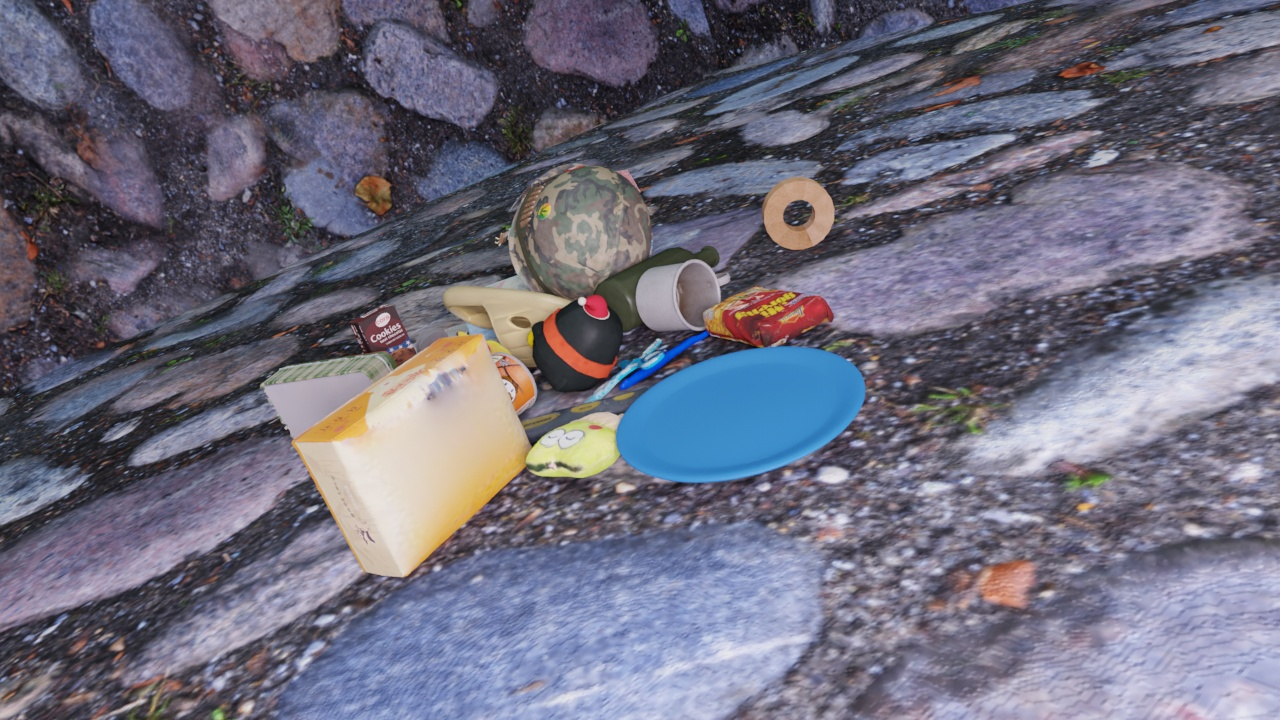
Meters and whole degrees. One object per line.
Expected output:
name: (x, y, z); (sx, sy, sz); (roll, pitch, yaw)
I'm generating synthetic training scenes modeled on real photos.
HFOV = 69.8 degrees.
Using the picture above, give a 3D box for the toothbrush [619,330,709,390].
toothbrush: (0.042, -0.015, 1.046); (0.182, 0.018, 0.016); (-34, 10, -30)

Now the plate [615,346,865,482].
plate: (0.088, 0.051, 0.820); (0.224, 0.024, 0.224); (-15, 24, 7)

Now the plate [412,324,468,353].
plate: (-0.347, 0.016, 1.308); (0.243, 0.016, 0.242); (-26, 15, 7)

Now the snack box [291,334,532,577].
snack box: (-0.196, 0.081, 0.850); (0.081, 0.145, 0.194); (-4, 27, 38)

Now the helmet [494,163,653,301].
helmet: (-0.083, -0.169, 1.274); (0.192, 0.224, 0.237); (13, -31, -27)

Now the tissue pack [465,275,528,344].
tissue pack: (-0.184, -0.077, 1.345); (0.112, 0.070, 0.181); (-18, 19, 8)

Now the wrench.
wrench: (-0.025, 0.048, 0.946); (0.273, 0.022, 0.073); (-16, 27, 10)

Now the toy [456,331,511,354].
toy: (-0.217, 0.014, 1.109); (0.137, 0.067, 0.105); (-8, 66, 9)

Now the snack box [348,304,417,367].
snack box: (-0.309, 0.004, 1.155); (0.050, 0.141, 0.032); (-34, 25, -32)

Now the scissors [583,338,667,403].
scissors: (-0.005, 0.005, 1.011); (0.135, 0.012, 0.133); (-28, 9, 46)

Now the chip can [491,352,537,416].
chip can: (-0.204, 0.075, 0.974); (0.075, 0.075, 0.214); (-3, 27, 38)

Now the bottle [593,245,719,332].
bottle: (0.031, -0.104, 1.193); (0.072, 0.071, 0.206); (0, 23, 44)

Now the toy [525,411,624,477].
toy: (-0.050, 0.077, 0.869); (0.092, 0.046, 0.115); (-5, 18, 38)

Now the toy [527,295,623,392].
toy: (-0.064, -0.024, 1.030); (0.119, 0.097, 0.099); (-49, 23, 24)

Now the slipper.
slipper: (-0.157, -0.040, 1.166); (0.262, 0.111, 0.079); (12, 69, 32)

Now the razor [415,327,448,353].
razor: (-0.231, 0.016, 1.173); (0.116, 0.088, 0.047); (23, 44, 35)

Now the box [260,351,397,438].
box: (-0.364, 0.055, 1.123); (0.206, 0.118, 0.050); (-8, 29, 34)

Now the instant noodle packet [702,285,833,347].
instant noodle packet: (0.137, -0.050, 1.017); (0.098, 0.040, 0.135); (-21, 19, -22)

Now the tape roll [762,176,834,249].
tape roll: (0.211, -0.198, 1.233); (0.094, 0.094, 0.027); (-17, 21, 9)

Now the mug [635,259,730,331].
mug: (0.055, -0.081, 1.113); (0.071, 0.084, 0.112); (-3, 20, 44)
